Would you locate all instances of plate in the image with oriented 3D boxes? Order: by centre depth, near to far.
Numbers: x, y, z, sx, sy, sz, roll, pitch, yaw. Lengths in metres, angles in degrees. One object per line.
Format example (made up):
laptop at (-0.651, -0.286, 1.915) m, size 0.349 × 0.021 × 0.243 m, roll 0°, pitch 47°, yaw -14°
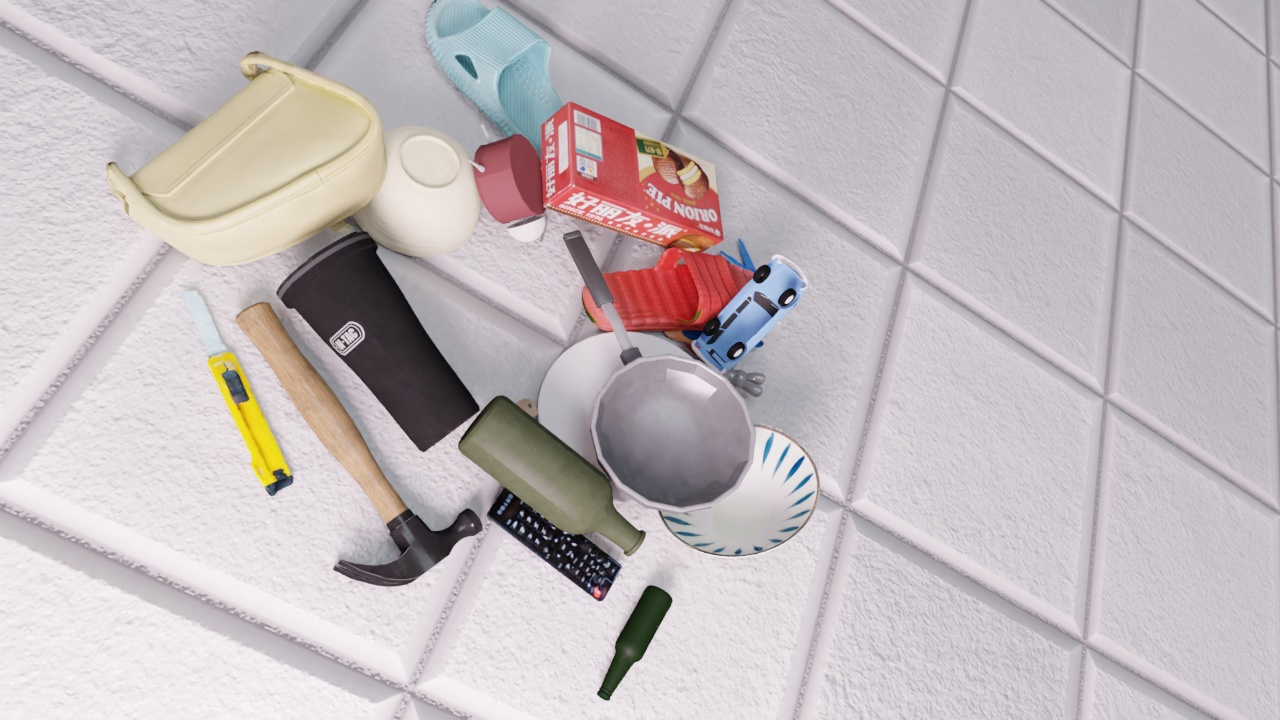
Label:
plate at (-0.010, 0.061, 1.018) m, size 0.208 × 0.015 × 0.208 m, roll 5°, pitch 61°, yaw -9°

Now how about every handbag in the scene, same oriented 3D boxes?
handbag at (-0.373, -0.188, 0.894) m, size 0.191 × 0.089 × 0.232 m, roll 40°, pitch 72°, yaw 11°

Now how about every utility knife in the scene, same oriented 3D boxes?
utility knife at (-0.383, 0.027, 0.864) m, size 0.030 × 0.019 × 0.218 m, roll -22°, pitch 77°, yaw -42°

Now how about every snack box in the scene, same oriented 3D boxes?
snack box at (-0.006, -0.210, 1.097) m, size 0.236 × 0.060 × 0.113 m, roll 12°, pitch 64°, yaw -38°

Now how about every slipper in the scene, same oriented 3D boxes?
slipper at (0.053, -0.086, 1.100) m, size 0.248 × 0.059 × 0.103 m, roll -4°, pitch 62°, yaw -25°
slipper at (-0.155, -0.339, 1.104) m, size 0.115 × 0.070 × 0.276 m, roll -38°, pitch 90°, yaw -31°

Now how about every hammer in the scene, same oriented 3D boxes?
hammer at (-0.291, 0.076, 0.878) m, size 0.132 × 0.040 × 0.305 m, roll -34°, pitch 86°, yaw -37°

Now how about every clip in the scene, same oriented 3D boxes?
clip at (-0.137, 0.063, 0.971) m, size 0.025 × 0.049 × 0.061 m, roll 54°, pitch 16°, yaw 4°

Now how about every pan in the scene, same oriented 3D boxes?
pan at (-0.006, 0.006, 1.007) m, size 0.178 × 0.041 × 0.357 m, roll -19°, pitch 69°, yaw -22°

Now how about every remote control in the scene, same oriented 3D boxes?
remote control at (-0.089, 0.187, 0.942) m, size 0.150 × 0.022 × 0.047 m, roll 40°, pitch 56°, yaw -9°

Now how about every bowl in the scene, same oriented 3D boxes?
bowl at (-0.237, -0.196, 0.995) m, size 0.150 × 0.076 × 0.150 m, roll 10°, pitch 65°, yaw -23°
bowl at (0.108, 0.157, 1.006) m, size 0.177 × 0.071 × 0.177 m, roll -7°, pitch 45°, yaw 7°

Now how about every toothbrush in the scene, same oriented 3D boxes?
toothbrush at (0.089, -0.027, 1.127) m, size 0.135 × 0.017 × 0.021 m, roll 7°, pitch 62°, yaw -20°

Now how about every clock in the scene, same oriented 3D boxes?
clock at (-0.140, -0.194, 1.032) m, size 0.096 × 0.048 × 0.138 m, roll -83°, pitch 154°, yaw -43°

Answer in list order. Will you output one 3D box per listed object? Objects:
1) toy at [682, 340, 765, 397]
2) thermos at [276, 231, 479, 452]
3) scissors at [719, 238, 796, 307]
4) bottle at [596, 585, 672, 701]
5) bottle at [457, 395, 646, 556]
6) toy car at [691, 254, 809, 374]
toy at (0.097, 0.014, 1.104) m, size 0.111 × 0.030 × 0.049 m, roll 19°, pitch 66°, yaw -7°
thermos at (-0.252, -0.017, 0.901) m, size 0.105 × 0.106 × 0.218 m, roll -40°, pitch 95°, yaw -34°
scissors at (0.145, -0.098, 1.189) m, size 0.130 × 0.018 × 0.110 m, roll 37°, pitch 55°, yaw -9°
bottle at (-0.008, 0.288, 0.932) m, size 0.033 × 0.033 × 0.122 m, roll 39°, pitch 58°, yaw -8°
bottle at (-0.082, 0.123, 0.919) m, size 0.207 × 0.072 × 0.071 m, roll 40°, pitch 57°, yaw -9°
toy car at (0.130, -0.052, 1.068) m, size 0.056 × 0.153 × 0.054 m, roll 47°, pitch 9°, yaw 24°
